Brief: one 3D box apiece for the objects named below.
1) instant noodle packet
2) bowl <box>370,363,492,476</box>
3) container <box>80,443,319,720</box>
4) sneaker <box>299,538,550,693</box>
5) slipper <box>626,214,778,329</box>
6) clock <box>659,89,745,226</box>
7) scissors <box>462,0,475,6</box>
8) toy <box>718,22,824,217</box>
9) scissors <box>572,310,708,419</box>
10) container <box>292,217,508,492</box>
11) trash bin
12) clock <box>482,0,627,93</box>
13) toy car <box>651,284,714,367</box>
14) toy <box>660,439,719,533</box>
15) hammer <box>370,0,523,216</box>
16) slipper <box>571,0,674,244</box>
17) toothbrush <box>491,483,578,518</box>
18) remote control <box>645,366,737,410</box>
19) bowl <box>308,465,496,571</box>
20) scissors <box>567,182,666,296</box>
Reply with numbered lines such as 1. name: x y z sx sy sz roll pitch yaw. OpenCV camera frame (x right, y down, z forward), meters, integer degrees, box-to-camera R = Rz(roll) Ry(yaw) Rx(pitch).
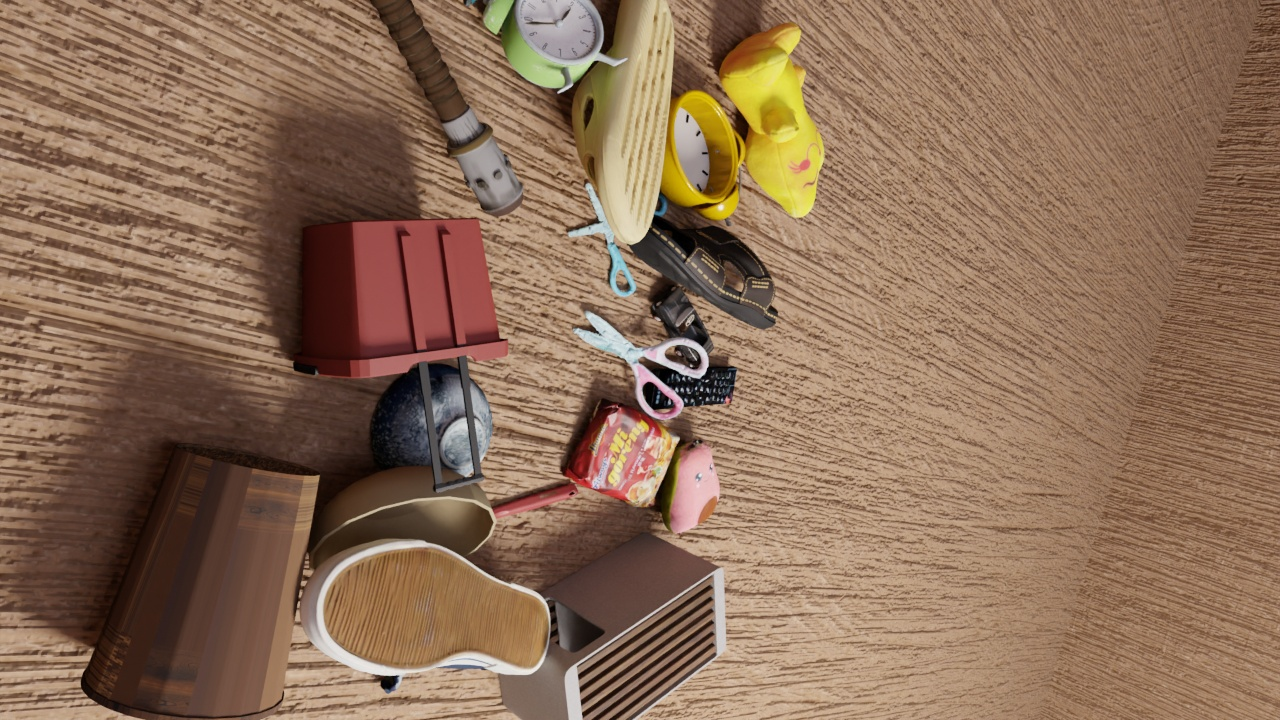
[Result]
1. instant noodle packet: -0.017 0.102 0.993 0.135 0.040 0.098 31 87 -47
2. bowl: -0.171 0.064 0.804 0.114 0.061 0.114 -16 113 -43
3. container: -0.302 0.152 0.656 0.132 0.132 0.167 19 83 -47
4. sneaker: -0.201 0.225 0.787 0.294 0.127 0.120 41 50 -58
5. slipper: 0.077 -0.103 0.968 0.267 0.113 0.076 24 97 -52
6. clock: 0.061 -0.210 0.949 0.152 0.052 0.113 28 64 -45
7. scissors: -0.115 -0.350 0.757 0.127 0.019 0.142 -8 102 -38
8. toy: 0.146 -0.259 1.006 0.134 0.088 0.194 -75 150 -43
9. scissors: 0.004 -0.016 0.967 0.103 0.016 0.179 -50 121 -4
10. container: -0.184 -0.008 0.718 0.147 0.127 0.201 -10 100 -43
11. trash bin: -0.027 0.297 0.986 0.228 0.115 0.114 -23 118 -40
12. clock: -0.079 -0.282 0.778 0.094 0.043 0.119 -34 92 -30
13. toy car: 0.050 -0.037 1.007 0.040 0.037 0.092 -46 119 -25
14. toy: 0.057 0.144 1.070 0.089 0.051 0.110 -24 118 -41
15. hammer: -0.171 -0.245 0.673 0.189 0.101 0.325 -48 132 -24
16. slipper: -0.024 -0.234 0.844 0.111 0.079 0.261 50 45 -62
17. toothbrush: -0.135 0.150 0.900 0.189 0.016 0.016 -11 110 -44
18. remote control: 0.058 0.030 1.059 0.150 0.022 0.047 0 102 -48
19. bowl: -0.201 0.131 0.766 0.152 0.050 0.152 -16 149 -10
20. scissors: -0.021 -0.123 0.937 0.134 0.015 0.134 -17 114 -35
